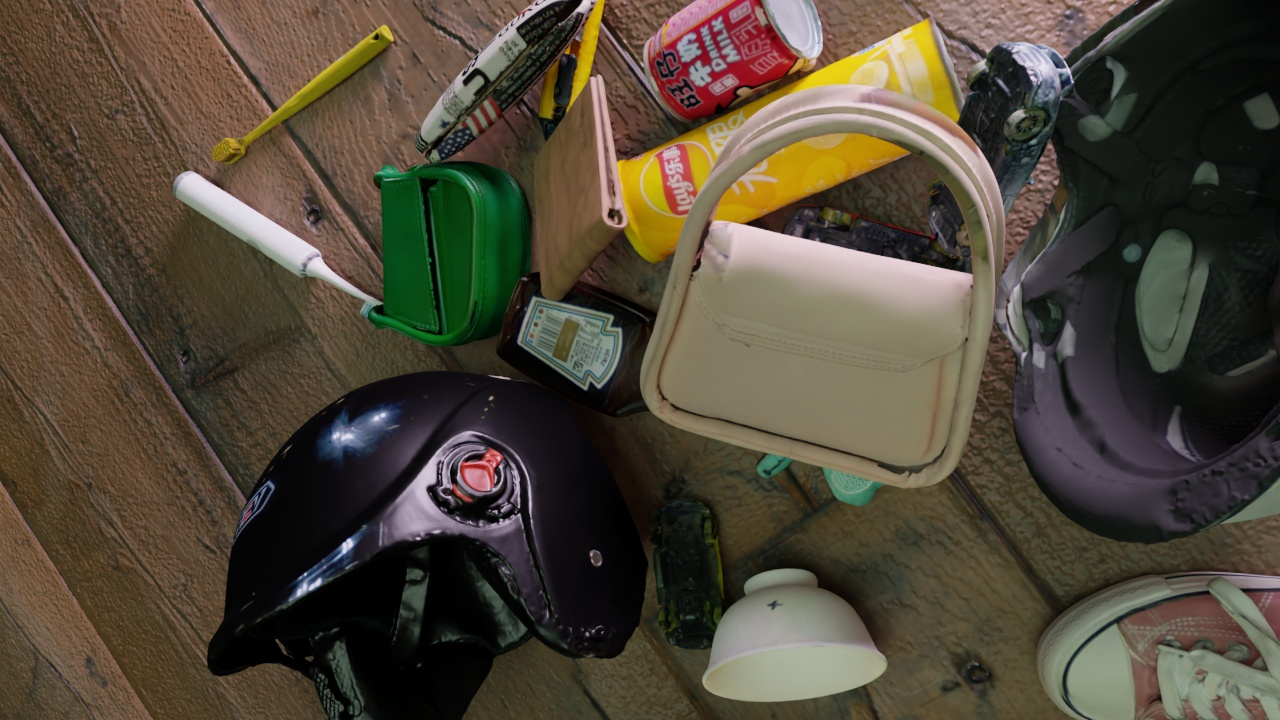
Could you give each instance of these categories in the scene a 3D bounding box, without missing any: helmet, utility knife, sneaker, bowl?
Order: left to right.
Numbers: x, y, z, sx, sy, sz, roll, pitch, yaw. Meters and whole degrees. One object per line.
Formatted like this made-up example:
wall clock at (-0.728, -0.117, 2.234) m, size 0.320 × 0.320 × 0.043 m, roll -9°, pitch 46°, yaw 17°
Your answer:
helmet at (-0.134, 0.117, 0.587) m, size 0.234 × 0.274 × 0.230 m, roll -40°, pitch 55°, yaw 32°
utility knife at (-0.045, -0.227, 0.631) m, size 0.033 × 0.015 × 0.156 m, roll 16°, pitch 103°, yaw 15°
bowl at (0.097, 0.177, 0.606) m, size 0.118 × 0.118 × 0.064 m, roll -21°, pitch 51°, yaw 22°
helmet at (0.298, -0.048, 0.440) m, size 0.156 × 0.230 × 0.274 m, roll 5°, pitch 90°, yaw -12°
sneaker at (0.348, 0.169, 0.505) m, size 0.241 × 0.087 × 0.118 m, roll -12°, pitch 94°, yaw 21°

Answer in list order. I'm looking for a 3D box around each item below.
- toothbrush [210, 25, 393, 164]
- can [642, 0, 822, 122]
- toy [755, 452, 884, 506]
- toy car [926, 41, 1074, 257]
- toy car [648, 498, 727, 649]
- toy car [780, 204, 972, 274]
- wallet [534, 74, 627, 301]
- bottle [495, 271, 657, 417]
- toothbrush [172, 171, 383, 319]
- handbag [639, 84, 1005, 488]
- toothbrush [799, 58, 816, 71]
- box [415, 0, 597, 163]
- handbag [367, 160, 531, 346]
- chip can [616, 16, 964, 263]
toothbrush at (-0.268, -0.205, 0.717) m, size 0.190 × 0.016 × 0.015 m, roll -26°, pitch 88°, yaw 22°
can at (0.055, -0.193, 0.563) m, size 0.094 × 0.066 × 0.066 m, roll -20°, pitch 91°, yaw 38°
toy at (0.122, 0.058, 0.606) m, size 0.092 × 0.030 × 0.097 m, roll 46°, pitch 118°, yaw 14°
toy car at (0.191, -0.111, 0.498) m, size 0.036 × 0.054 × 0.121 m, roll -3°, pitch 138°, yaw -13°
toy car at (0.036, 0.150, 0.650) m, size 0.048 × 0.032 × 0.105 m, roll -9°, pitch 83°, yaw 22°
toy car at (0.145, -0.062, 0.569) m, size 0.120 × 0.045 × 0.053 m, roll 19°, pitch 104°, yaw 4°
wallet at (-0.043, -0.111, 0.600) m, size 0.101 × 0.020 × 0.115 m, roll -40°, pitch 52°, yaw 53°
bottle at (-0.004, 0.004, 0.637) m, size 0.195 × 0.044 × 0.080 m, roll 24°, pitch 106°, yaw 15°
toothbrush at (-0.287, -0.091, 0.737) m, size 0.221 × 0.027 × 0.026 m, roll 31°, pitch 85°, yaw 13°
handbag at (0.102, -0.040, 0.495) m, size 0.193 × 0.093 × 0.235 m, roll 12°, pitch 143°, yaw 10°
toothbrush at (0.067, -0.269, 0.582) m, size 0.189 × 0.029 × 0.021 m, roll 64°, pitch 152°, yaw 0°
box at (-0.093, -0.195, 0.610) m, size 0.164 × 0.068 × 0.052 m, roll -39°, pitch 97°, yaw 21°
handbag at (-0.144, -0.080, 0.669) m, size 0.120 × 0.067 × 0.131 m, roll 9°, pitch 102°, yaw 26°
chip can at (0.087, -0.130, 0.566) m, size 0.214 × 0.072 × 0.072 m, roll -20°, pitch 91°, yaw 22°
